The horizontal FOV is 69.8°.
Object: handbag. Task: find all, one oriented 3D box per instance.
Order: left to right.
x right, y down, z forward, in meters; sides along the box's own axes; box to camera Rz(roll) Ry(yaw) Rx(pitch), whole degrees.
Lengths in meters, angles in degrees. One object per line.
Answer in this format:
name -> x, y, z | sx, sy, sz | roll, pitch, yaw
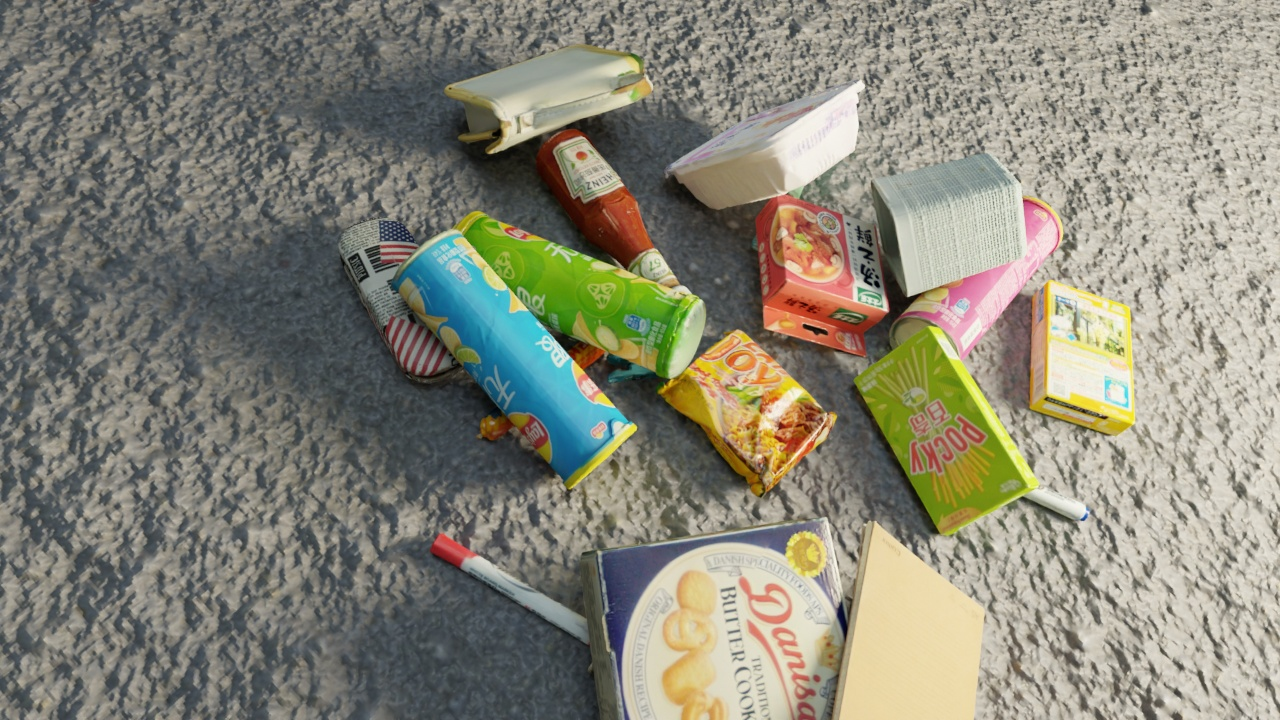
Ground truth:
handbag -> -0.073, -0.237, 0.842 | 0.163, 0.063, 0.179 | -28, 32, -25

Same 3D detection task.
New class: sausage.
sausage -> -0.073, 0.015, 0.765 | 0.021, 0.021, 0.164 | 42, 61, 14

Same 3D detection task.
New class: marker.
marker -> -0.089, 0.170, 0.674 | 0.145, 0.017, 0.017 | 29, 58, 6
marker -> 0.319, 0.103, 0.797 | 0.146, 0.017, 0.016 | 25, 58, 3

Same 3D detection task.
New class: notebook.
notebook -> 0.192, 0.243, 0.653 | 0.149, 0.012, 0.210 | 37, 54, -25

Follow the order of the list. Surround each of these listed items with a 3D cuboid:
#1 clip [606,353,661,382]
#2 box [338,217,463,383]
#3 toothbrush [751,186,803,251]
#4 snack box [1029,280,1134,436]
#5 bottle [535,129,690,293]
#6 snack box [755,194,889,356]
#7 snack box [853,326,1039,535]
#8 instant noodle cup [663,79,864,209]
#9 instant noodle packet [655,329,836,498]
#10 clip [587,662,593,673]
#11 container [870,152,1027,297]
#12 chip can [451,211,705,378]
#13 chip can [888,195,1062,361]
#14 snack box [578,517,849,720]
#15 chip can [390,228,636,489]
clip -> -0.002, 0.007, 0.789 | 0.057, 0.015, 0.049 | -1, 58, -11
box -> -0.198, -0.050, 0.770 | 0.071, 0.060, 0.164 | -12, 62, -40
toothbrush -> 0.155, -0.187, 0.929 | 0.027, 0.027, 0.223 | 28, 59, -4
snack box -> 0.419, -0.004, 0.872 | 0.087, 0.034, 0.140 | 18, 60, -1
bottle -> -0.022, -0.122, 0.833 | 0.059, 0.060, 0.206 | -26, 68, -24
snack box -> 0.167, -0.079, 0.841 | 0.113, 0.044, 0.127 | 14, 56, -21
snack box -> 0.253, 0.058, 0.772 | 0.026, 0.086, 0.156 | 4, 54, -48
instant noodle cup -> 0.120, -0.193, 0.857 | 0.137, 0.174, 0.060 | -37, 107, -27
instant noodle packet -> 0.091, 0.037, 0.774 | 0.110, 0.044, 0.128 | -35, 72, -31
clip -> 0.004, 0.188, 0.674 | 0.102, 0.035, 0.094 | -12, 67, -9
container -> 0.277, -0.125, 0.824 | 0.111, 0.090, 0.089 | -15, 32, 9
chip can -> -0.055, -0.055, 0.759 | 0.221, 0.073, 0.072 | 22, 58, 14
chip can -> 0.319, -0.073, 0.869 | 0.071, 0.072, 0.210 | 41, 61, 13
snack box -> 0.060, 0.208, 0.630 | 0.182, 0.046, 0.177 | -5, 77, -20
chip can -> -0.098, -0.002, 0.708 | 0.071, 0.071, 0.210 | -40, 86, -28
